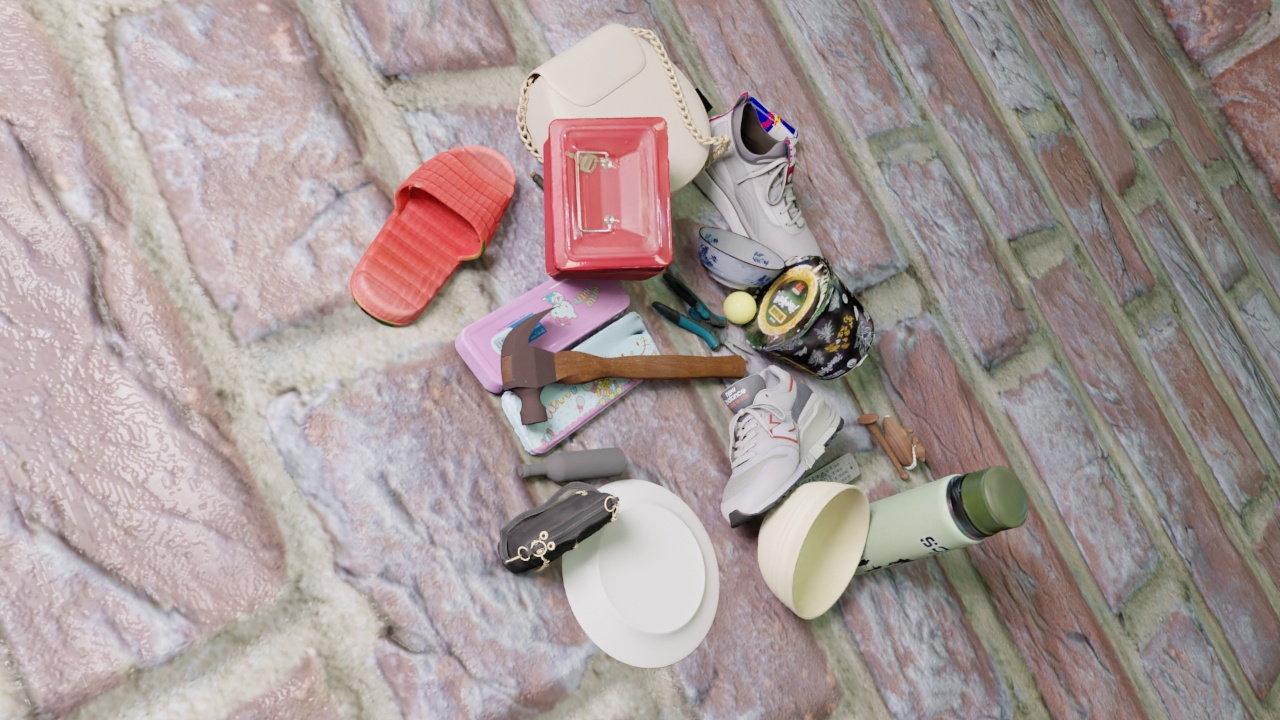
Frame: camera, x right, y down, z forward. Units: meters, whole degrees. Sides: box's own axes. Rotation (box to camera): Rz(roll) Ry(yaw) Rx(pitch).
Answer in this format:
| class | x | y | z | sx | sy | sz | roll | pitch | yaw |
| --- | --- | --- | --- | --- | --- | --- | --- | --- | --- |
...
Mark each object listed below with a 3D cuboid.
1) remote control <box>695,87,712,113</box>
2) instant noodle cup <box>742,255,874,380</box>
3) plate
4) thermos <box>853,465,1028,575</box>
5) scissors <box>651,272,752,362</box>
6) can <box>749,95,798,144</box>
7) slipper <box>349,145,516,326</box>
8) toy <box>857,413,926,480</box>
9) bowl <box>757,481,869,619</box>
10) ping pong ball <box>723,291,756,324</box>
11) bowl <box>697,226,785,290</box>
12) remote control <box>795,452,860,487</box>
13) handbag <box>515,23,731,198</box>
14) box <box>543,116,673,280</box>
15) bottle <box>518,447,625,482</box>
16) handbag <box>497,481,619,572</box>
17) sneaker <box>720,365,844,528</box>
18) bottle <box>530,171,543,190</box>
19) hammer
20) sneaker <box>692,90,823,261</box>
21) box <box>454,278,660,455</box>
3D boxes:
| class | x | y | z | sx | sy | sz | roll | pitch | yaw |
| --- | --- | --- | --- | --- | --- | --- | --- | --- | --- |
| remote control | 0.043 | -0.314 | 1.198 | 0.034 | 0.013 | 0.149 | 51 | 51 | -4 |
| instant noodle cup | 0.212 | -0.046 | 1.121 | 0.112 | 0.138 | 0.137 | 33 | 53 | -30 |
| plate | 0.008 | 0.210 | 0.924 | 0.188 | 0.016 | 0.188 | 15 | 61 | -29 |
| thermos | 0.314 | 0.175 | 1.014 | 0.082 | 0.232 | 0.082 | 15 | 60 | -28 |
| scissors | 0.072 | -0.050 | 1.091 | 0.123 | 0.019 | 0.148 | -19 | 82 | -40 |
| can | 0.179 | -0.334 | 1.291 | 0.095 | 0.032 | 0.032 | 33 | 54 | -19 |
| slipper | -0.198 | -0.141 | 0.919 | 0.103 | 0.059 | 0.248 | 39 | 53 | -14 |
| toy | 0.330 | 0.103 | 1.186 | 0.054 | 0.042 | 0.102 | -38 | 101 | -18 |
| bowl | 0.177 | 0.194 | 0.994 | 0.150 | 0.075 | 0.151 | -22 | 122 | -41 |
| ping pong ball | 0.121 | -0.064 | 1.117 | 0.040 | 0.040 | 0.040 | 15 | 61 | -29 |
| bowl | 0.116 | -0.118 | 1.122 | 0.114 | 0.045 | 0.114 | 18 | 24 | -9 |
| remote control | 0.217 | 0.147 | 1.102 | 0.136 | 0.013 | 0.033 | -22 | 82 | -40 |
| handbag | -0.019 | -0.280 | 1.073 | 0.208 | 0.104 | 0.210 | 49 | 55 | -7 |
| box | -0.037 | -0.165 | 0.958 | 0.134 | 0.110 | 0.157 | 0 | 90 | -10 |
| bottle | -0.069 | 0.105 | 0.910 | 0.112 | 0.030 | 0.030 | -2 | 70 | -36 |
| handbag | -0.075 | 0.153 | 0.847 | 0.128 | 0.079 | 0.054 | -27 | 88 | -31 |
| sneaker | 0.134 | 0.083 | 1.036 | 0.124 | 0.089 | 0.239 | 53 | 41 | 3 |
| bottle | -0.084 | -0.174 | 1.035 | 0.106 | 0.025 | 0.025 | 43 | 51 | -11 |
| hammer | -0.006 | 0.006 | 0.976 | 0.322 | 0.033 | 0.115 | 0 | 79 | -41 |
| sneaker | 0.167 | -0.216 | 1.165 | 0.263 | 0.129 | 0.096 | 52 | 51 | -6 |
| box | -0.076 | -0.010 | 0.963 | 0.213 | 0.035 | 0.151 | -36 | 95 | -40 |
